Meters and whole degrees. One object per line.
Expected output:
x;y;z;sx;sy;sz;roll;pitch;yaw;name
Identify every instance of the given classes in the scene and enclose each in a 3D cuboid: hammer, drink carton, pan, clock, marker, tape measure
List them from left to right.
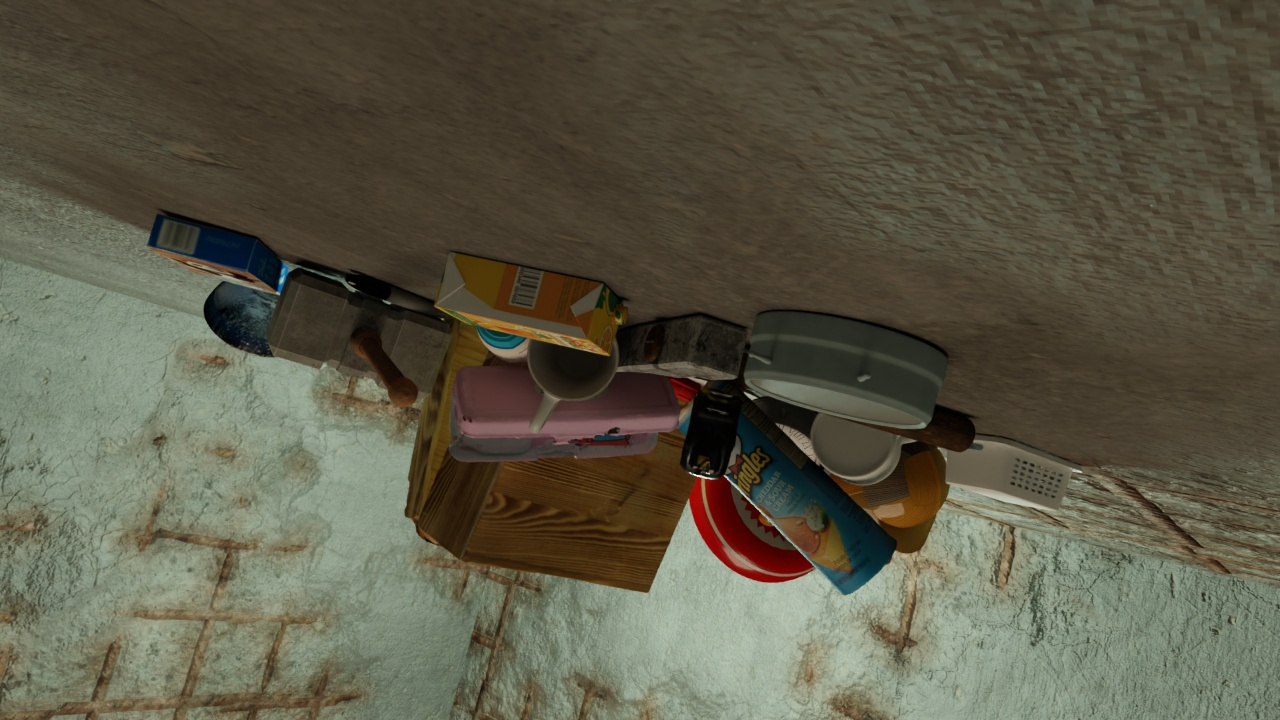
-0.240;-0.004;0.831;0.162;0.083;0.318;20;-177;-26;hammer
-0.236;-0.063;0.911;0.138;0.016;0.022;21;-161;-52;marker
-0.074;-0.039;0.647;0.122;0.041;0.058;12;173;15;drink carton
-0.005;0.005;0.884;0.145;0.021;0.024;25;134;-27;marker
0.056;0.058;0.724;0.042;0.071;0.072;10;180;2;tape measure
0.147;0.090;0.942;0.095;0.035;0.122;-14;123;33;clock
0.129;0.026;0.772;0.300;0.037;0.218;16;173;-19;hammer
0.222;0.152;1.148;0.355;0.208;0.067;-9;165;-27;pan
0.133;0.010;0.594;0.123;0.045;0.159;11;171;29;clock

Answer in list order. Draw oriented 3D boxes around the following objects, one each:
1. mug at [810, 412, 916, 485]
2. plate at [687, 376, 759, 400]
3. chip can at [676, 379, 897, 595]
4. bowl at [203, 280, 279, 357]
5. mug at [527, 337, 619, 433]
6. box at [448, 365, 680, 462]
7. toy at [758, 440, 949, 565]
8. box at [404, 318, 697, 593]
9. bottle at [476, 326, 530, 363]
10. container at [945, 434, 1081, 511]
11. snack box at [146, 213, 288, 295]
0.219;0.072;0.850;0.111;0.073;0.090;-15;164;16;mug
0.066;0.023;0.974;0.134;0.011;0.134;14;173;2;plate
0.133;0.113;0.862;0.229;0.080;0.080;45;176;7;chip can
-0.433;-0.064;1.052;0.114;0.061;0.114;27;-148;-18;bowl
-0.061;0.011;0.753;0.071;0.107;0.089;29;-178;-1;mug
-0.072;0.056;0.839;0.201;0.096;0.088;-1;-137;-19;box
0.251;0.141;1.000;0.198;0.162;0.204;-17;176;-27;toy
-0.105;0.112;1.020;0.216;0.257;0.279;20;177;44;box
-0.109;-0.028;0.760;0.051;0.051;0.146;14;173;0;bottle
0.360;0.111;0.903;0.129;0.049;0.081;18;172;-30;container
-0.395;-0.098;0.870;0.087;0.034;0.151;15;174;-9;snack box
